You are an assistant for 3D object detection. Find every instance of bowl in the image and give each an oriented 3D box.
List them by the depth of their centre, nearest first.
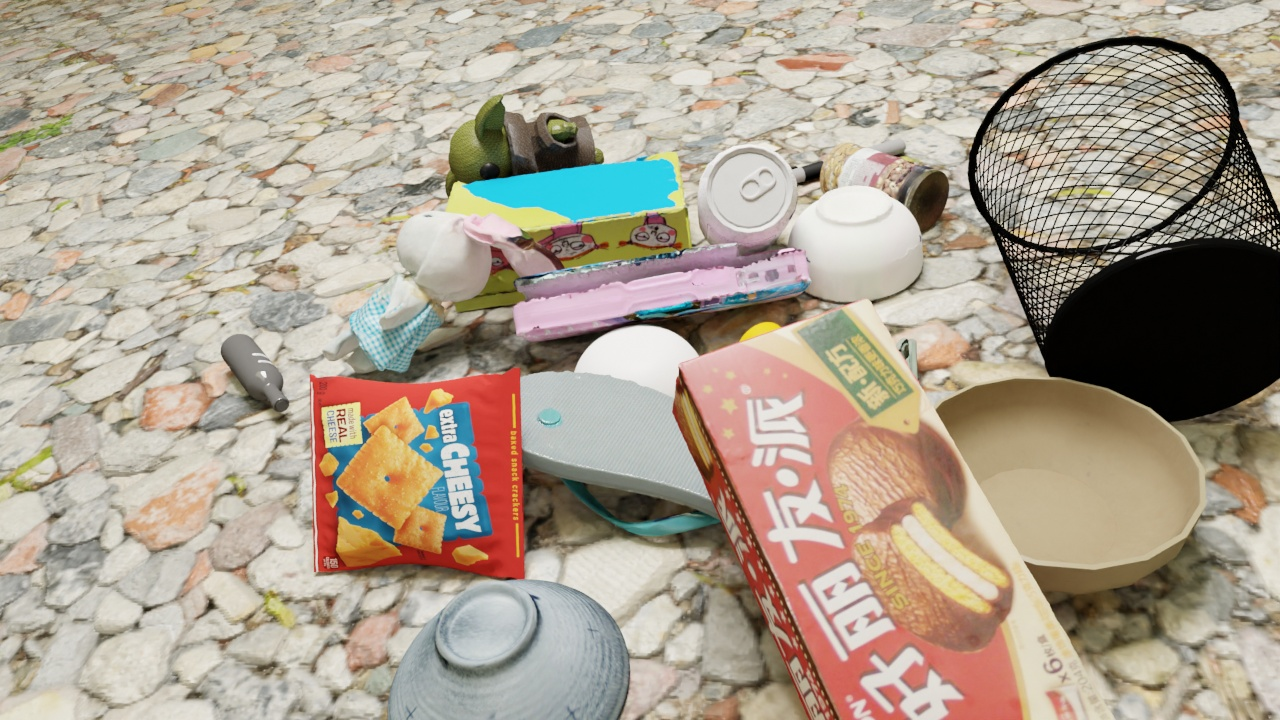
[{"bbox_3d":[-0.077,0.157,0.493,0.137,0.057,0.136,-7,37,5],"label":"bowl"},{"bbox_3d":[0.232,0.076,0.527,0.152,0.050,0.152,-7,37,5],"label":"bowl"},{"bbox_3d":[-0.004,0.004,0.688,0.110,0.041,0.109,-7,37,5],"label":"bowl"},{"bbox_3d":[0.179,-0.105,0.767,0.113,0.063,0.113,-6,38,5],"label":"bowl"}]

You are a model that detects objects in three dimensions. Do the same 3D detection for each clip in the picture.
[{"bbox_3d":[0.184,0.011,0.648,0.059,0.023,0.075,9,43,22],"label":"clip"}]

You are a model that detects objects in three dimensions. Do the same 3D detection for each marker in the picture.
[{"bbox_3d":[0.201,-0.198,0.922,0.140,0.016,0.016,-17,38,-9],"label":"marker"}]

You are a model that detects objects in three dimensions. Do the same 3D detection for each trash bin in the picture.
[{"bbox_3d":[0.330,-0.082,0.616,0.184,0.184,0.209,-2,44,12],"label":"trash bin"}]

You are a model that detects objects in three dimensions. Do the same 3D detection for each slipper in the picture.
[{"bbox_3d":[0.021,0.071,0.599,0.269,0.055,0.098,16,41,15],"label":"slipper"}]

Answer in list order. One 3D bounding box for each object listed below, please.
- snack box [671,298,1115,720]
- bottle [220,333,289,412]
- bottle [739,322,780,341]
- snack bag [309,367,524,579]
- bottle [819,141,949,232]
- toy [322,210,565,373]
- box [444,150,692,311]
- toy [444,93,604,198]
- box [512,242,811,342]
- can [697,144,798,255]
[{"bbox_3d":[0.111,0.091,0.454,0.113,0.060,0.236,-18,63,-10],"label":"snack box"},{"bbox_3d":[-0.318,0.013,0.764,0.030,0.030,0.113,-31,41,-25],"label":"bottle"},{"bbox_3d":[0.121,0.025,0.628,0.043,0.043,0.143,-24,39,-17],"label":"bottle"},{"bbox_3d":[-0.143,0.072,0.584,0.144,0.131,0.039,-1,0,12],"label":"snack bag"},{"bbox_3d":[0.219,-0.159,0.832,0.056,0.056,0.105,-31,41,-25],"label":"bottle"},{"bbox_3d":[-0.175,-0.061,0.753,0.205,0.131,0.105,-34,72,7],"label":"toy"},{"bbox_3d":[-0.063,-0.119,0.838,0.221,0.081,0.124,-7,37,2],"label":"box"},{"bbox_3d":[-0.115,-0.201,0.917,0.152,0.180,0.078,-5,73,-28],"label":"toy"},{"bbox_3d":[0.014,-0.059,0.732,0.230,0.053,0.084,-10,-1,2],"label":"box"},{"bbox_3d":[0.087,-0.130,0.763,0.078,0.078,0.136,-8,0,4],"label":"can"}]
